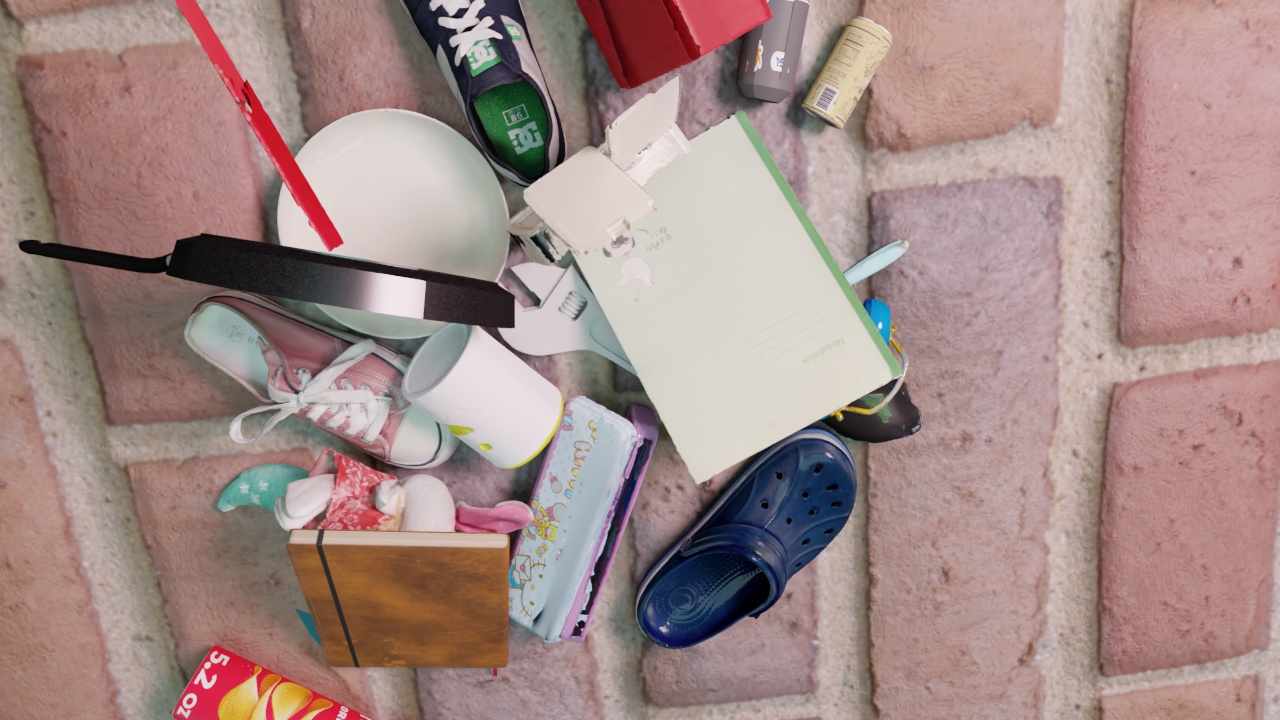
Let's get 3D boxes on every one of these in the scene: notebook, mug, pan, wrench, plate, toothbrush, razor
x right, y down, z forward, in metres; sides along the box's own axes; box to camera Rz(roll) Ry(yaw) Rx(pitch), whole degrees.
[{"bbox_3d":[-0.201,0.211,0.773,0.178,0.014,0.250,3,140,-6],"label":"notebook"},{"bbox_3d":[0.064,-0.054,0.730,0.182,0.010,0.252,-29,77,4],"label":"notebook"},{"bbox_3d":[-0.127,0.027,0.746,0.082,0.082,0.106,-43,122,8],"label":"mug"},{"bbox_3d":[-0.261,-0.063,0.633,0.356,0.225,0.034,10,93,6],"label":"pan"},{"bbox_3d":[-0.005,0.005,0.797,0.273,0.018,0.087,34,100,-13],"label":"wrench"},{"bbox_3d":[-0.196,-0.109,0.744,0.182,0.034,0.182,-1,105,-3],"label":"plate"},{"bbox_3d":[0.153,-0.053,0.792,0.181,0.016,0.016,-32,104,4],"label":"toothbrush"},{"bbox_3d":[0.173,0.027,0.801,0.151,0.054,0.067,26,87,-3],"label":"razor"}]

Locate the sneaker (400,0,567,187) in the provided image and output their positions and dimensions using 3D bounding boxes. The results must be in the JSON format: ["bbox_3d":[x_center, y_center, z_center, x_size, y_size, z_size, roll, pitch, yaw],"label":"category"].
[{"bbox_3d":[-0.122,-0.241,0.690,0.084,0.079,0.235,-25,105,4],"label":"sneaker"}]

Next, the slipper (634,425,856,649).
[{"bbox_3d":[0.098,0.172,0.810,0.105,0.095,0.253,42,102,-10],"label":"slipper"}]

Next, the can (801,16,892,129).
[{"bbox_3d":[0.165,-0.229,0.733,0.038,0.038,0.079,28,101,-10],"label":"can"}]

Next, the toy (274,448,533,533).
[{"bbox_3d":[-0.200,0.131,0.753,0.159,0.084,0.194,-35,136,27],"label":"toy"}]

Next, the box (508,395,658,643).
[{"bbox_3d":[-0.047,0.140,0.790,0.096,0.077,0.214,10,107,-34],"label":"box"}]

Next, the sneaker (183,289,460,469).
[{"bbox_3d":[-0.259,0.021,0.747,0.241,0.087,0.118,28,102,-10],"label":"sneaker"}]

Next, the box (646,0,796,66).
[{"bbox_3d":[0.105,-0.363,0.615,0.326,0.152,0.214,-24,105,18],"label":"box"}]

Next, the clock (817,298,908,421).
[{"bbox_3d":[0.139,-0.018,0.749,0.161,0.060,0.116,31,86,13],"label":"clock"}]

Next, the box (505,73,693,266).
[{"bbox_3d":[-0.029,-0.136,0.654,0.143,0.191,0.069,-42,112,-9],"label":"box"}]

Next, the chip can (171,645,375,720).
[{"bbox_3d":[-0.306,0.339,0.839,0.220,0.069,0.069,30,101,-10],"label":"chip can"}]

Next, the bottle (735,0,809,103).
[{"bbox_3d":[0.105,-0.260,0.717,0.047,0.047,0.112,7,105,-6],"label":"bottle"}]

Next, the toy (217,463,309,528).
[{"bbox_3d":[-0.308,0.132,0.805,0.085,0.033,0.105,-41,105,18],"label":"toy"}]
